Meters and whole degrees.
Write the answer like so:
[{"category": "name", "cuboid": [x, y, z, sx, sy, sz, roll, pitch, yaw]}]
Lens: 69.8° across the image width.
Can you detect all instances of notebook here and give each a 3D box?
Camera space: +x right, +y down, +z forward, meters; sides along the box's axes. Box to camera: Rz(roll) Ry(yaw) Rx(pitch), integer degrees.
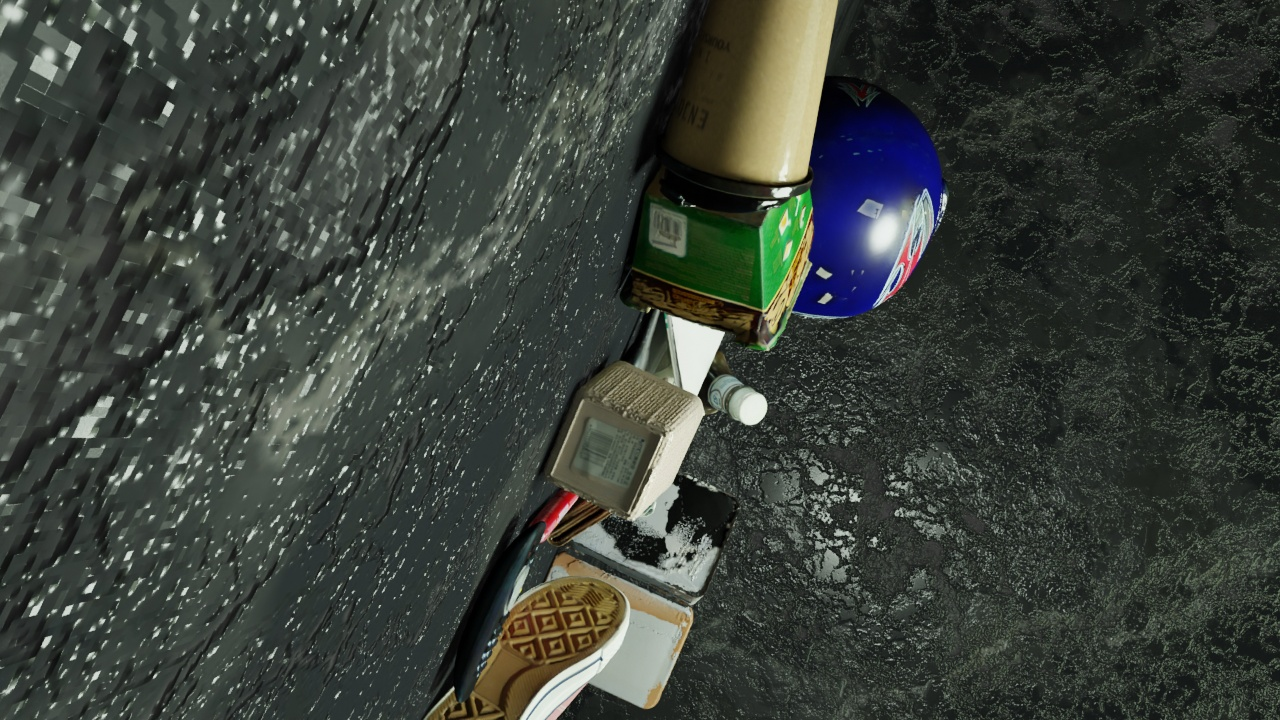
[{"category": "notebook", "cuboid": [0.062, -0.062, 0.946, 0.208, 0.012, 0.150, -59, 145, -55]}]

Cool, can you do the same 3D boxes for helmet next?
[{"category": "helmet", "cuboid": [0.225, -0.166, 1.105, 0.316, 0.247, 0.239, 98, -1, -53]}]

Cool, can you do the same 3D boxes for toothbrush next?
[{"category": "toothbrush", "cuboid": [-0.005, 0.005, 0.843, 0.213, 0.027, 0.026, -67, 168, 18]}]

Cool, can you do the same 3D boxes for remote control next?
[{"category": "remote control", "cuboid": [-0.104, 0.174, 0.651, 0.053, 0.024, 0.136, 66, 48, -81]}]

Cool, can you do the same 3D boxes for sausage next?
[{"category": "sausage", "cuboid": [-0.072, 0.128, 0.783, 0.155, 0.020, 0.020, -38, 152, -79]}]

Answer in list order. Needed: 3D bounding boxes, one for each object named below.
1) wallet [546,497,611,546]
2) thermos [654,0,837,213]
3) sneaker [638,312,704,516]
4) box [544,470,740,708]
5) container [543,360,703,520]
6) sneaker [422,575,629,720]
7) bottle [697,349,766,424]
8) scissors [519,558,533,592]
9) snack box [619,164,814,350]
[{"category": "wallet", "cuboid": [-0.040, 0.126, 0.886, 0.090, 0.033, 0.115, -35, -171, 26]}, {"category": "thermos", "cuboid": [0.062, -0.156, 0.502, 0.092, 0.093, 0.143, -57, 162, -58]}, {"category": "sneaker", "cuboid": [0.019, 0.055, 0.973, 0.089, 0.091, 0.242, -39, 152, -80]}, {"category": "box", "cuboid": [-0.013, 0.254, 1.072, 0.110, 0.179, 0.259, 99, 17, -71]}, {"category": "container", "cuboid": [-0.013, 0.061, 0.705, 0.090, 0.090, 0.110, -67, 172, 12]}, {"category": "sneaker", "cuboid": [-0.093, 0.265, 0.730, 0.240, 0.118, 0.088, -39, 150, -51]}, {"category": "bottle", "cuboid": [0.075, 0.025, 1.031, 0.195, 0.044, 0.080, 32, -59, 59]}, {"category": "scissors", "cuboid": [-0.108, 0.190, 0.753, 0.073, 0.017, 0.137, -60, 178, -8]}, {"category": "snack box", "cuboid": [0.054, -0.093, 0.613, 0.106, 0.118, 0.117, 81, 31, -58]}]
